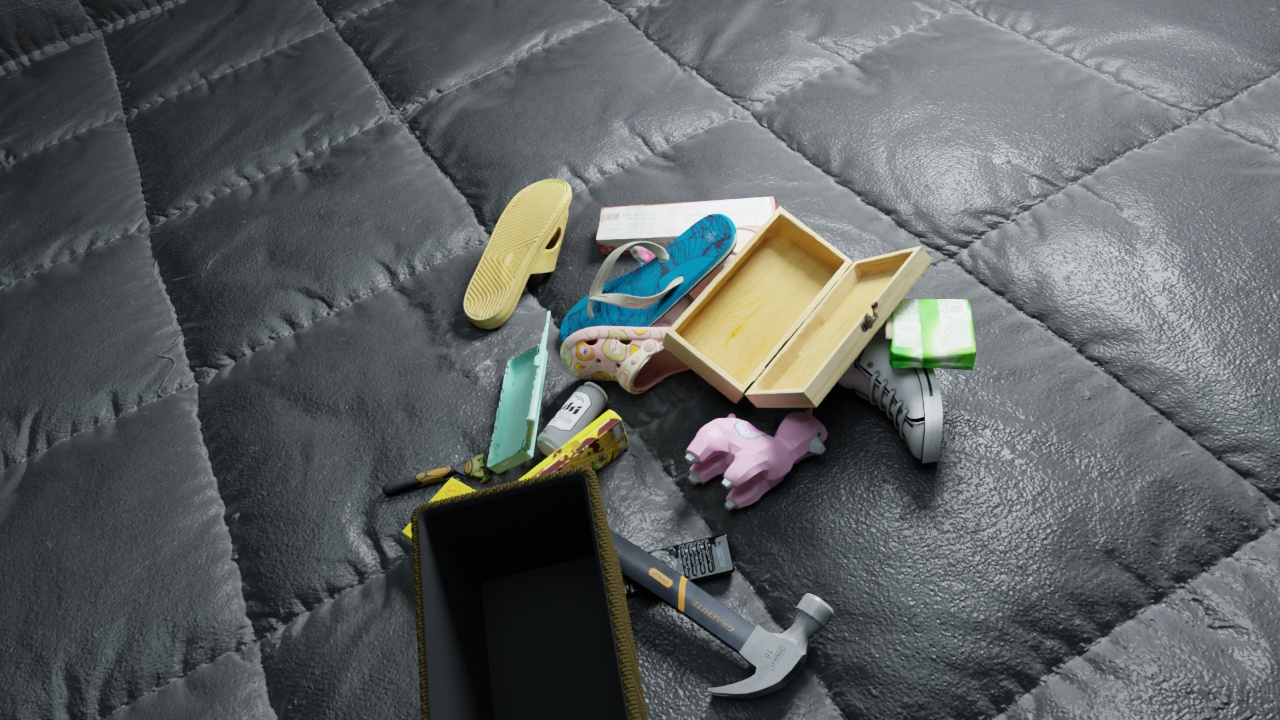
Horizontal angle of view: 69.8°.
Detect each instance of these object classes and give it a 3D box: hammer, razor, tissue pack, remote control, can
[{"bbox_3d":[0.038,0.241,0.992,0.313,0.035,0.139,29,73,30],"label":"hammer"},{"bbox_3d":[-0.264,0.150,1.181,0.144,0.021,0.044,-15,47,4],"label":"razor"},{"bbox_3d":[0.335,-0.033,1.067,0.100,0.034,0.113,3,44,11],"label":"tissue pack"},{"bbox_3d":[0.034,0.233,1.030,0.140,0.021,0.045,-14,55,6],"label":"remote control"},{"bbox_3d":[-0.087,0.078,1.185,0.044,0.044,0.106,21,56,29],"label":"can"}]

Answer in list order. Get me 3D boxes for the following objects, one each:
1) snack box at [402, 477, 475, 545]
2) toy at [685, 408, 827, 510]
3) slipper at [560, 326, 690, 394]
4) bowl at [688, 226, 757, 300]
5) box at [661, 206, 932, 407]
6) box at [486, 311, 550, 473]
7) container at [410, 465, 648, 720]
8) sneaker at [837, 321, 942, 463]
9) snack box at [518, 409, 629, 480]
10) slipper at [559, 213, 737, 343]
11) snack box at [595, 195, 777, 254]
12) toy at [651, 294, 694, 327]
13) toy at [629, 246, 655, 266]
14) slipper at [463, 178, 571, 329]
[{"bbox_3d":[-0.177,0.220,1.080,0.201,0.042,0.092,23,58,30],"label":"snack box"},{"bbox_3d":[0.139,0.104,1.091,0.157,0.067,0.123,-36,49,-24],"label":"toy"},{"bbox_3d":[-0.007,0.007,1.206,0.197,0.093,0.081,-3,58,3],"label":"slipper"},{"bbox_3d":[0.137,-0.138,1.279,0.153,0.076,0.152,2,42,-2],"label":"bowl"},{"bbox_3d":[0.192,-0.058,1.139,0.253,0.119,0.247,22,62,43],"label":"box"},{"bbox_3d":[-0.146,0.042,1.192,0.139,0.055,0.186,-42,32,40],"label":"box"},{"bbox_3d":[-0.085,0.298,0.845,0.176,0.205,0.320,-14,57,1],"label":"container"},{"bbox_3d":[0.292,0.021,1.110,0.097,0.091,0.245,-13,48,3],"label":"sneaker"},{"bbox_3d":[-0.080,0.127,1.127,0.148,0.061,0.025,-38,52,-19],"label":"snack box"},{"bbox_3d":[0.001,-0.106,1.252,0.295,0.060,0.118,-36,53,13],"label":"slipper"},{"bbox_3d":[0.071,-0.204,1.402,0.273,0.044,0.076,-2,54,13],"label":"snack box"},{"bbox_3d":[0.034,-0.059,1.281,0.096,0.041,0.108,15,56,10],"label":"toy"},{"bbox_3d":[0.035,-0.132,1.346,0.102,0.050,0.065,4,60,-19],"label":"toy"},{"bbox_3d":[-0.182,-0.159,1.405,0.099,0.078,0.263,17,72,26],"label":"slipper"}]
